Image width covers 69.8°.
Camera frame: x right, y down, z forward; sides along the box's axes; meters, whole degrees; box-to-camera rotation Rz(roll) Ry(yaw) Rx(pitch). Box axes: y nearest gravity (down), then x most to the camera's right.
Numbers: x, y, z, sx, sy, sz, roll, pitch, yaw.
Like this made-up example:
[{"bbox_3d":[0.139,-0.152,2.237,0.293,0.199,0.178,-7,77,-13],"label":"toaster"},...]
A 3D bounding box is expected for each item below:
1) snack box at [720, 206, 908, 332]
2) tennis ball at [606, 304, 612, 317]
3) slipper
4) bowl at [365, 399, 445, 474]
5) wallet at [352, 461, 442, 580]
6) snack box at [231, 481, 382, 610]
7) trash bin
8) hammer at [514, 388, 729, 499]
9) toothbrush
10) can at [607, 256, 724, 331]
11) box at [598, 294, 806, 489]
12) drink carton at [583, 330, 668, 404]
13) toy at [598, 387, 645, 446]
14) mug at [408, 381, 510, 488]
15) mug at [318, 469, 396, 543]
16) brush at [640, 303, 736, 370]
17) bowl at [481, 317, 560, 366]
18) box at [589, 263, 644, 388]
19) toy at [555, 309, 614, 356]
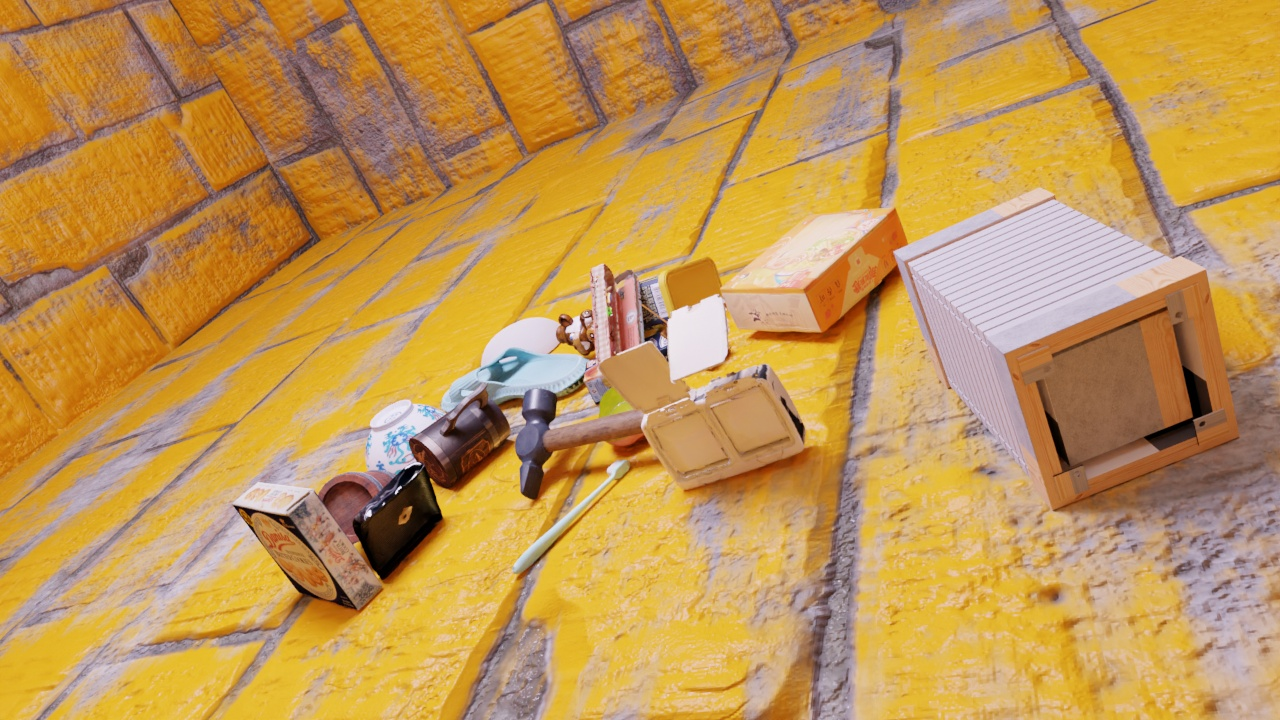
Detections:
[{"bbox_3d":[0.222,-0.108,1.150,0.194,0.081,0.145,-40,26,-28],"label":"snack box"},{"bbox_3d":[-0.025,-0.061,1.335,0.065,0.065,0.065,-22,23,10],"label":"tennis ball"},{"bbox_3d":[-0.190,0.020,1.342,0.277,0.069,0.115,-8,26,36],"label":"slipper"},{"bbox_3d":[-0.337,0.104,1.305,0.144,0.074,0.143,-22,23,10],"label":"bowl"},{"bbox_3d":[-0.279,0.183,1.058,0.026,0.089,0.114,12,39,29],"label":"wallet"},{"bbox_3d":[-0.377,0.208,1.035,0.145,0.145,0.042,-3,33,45],"label":"snack box"},{"bbox_3d":[0.337,-0.023,0.763,0.142,0.142,0.246,-24,23,7],"label":"trash bin"},{"bbox_3d":[-0.009,0.068,0.994,0.323,0.040,0.129,-15,58,33],"label":"hammer"},{"bbox_3d":[-0.072,0.163,0.972,0.017,0.016,0.180,4,37,46],"label":"toothbrush"},{"bbox_3d":[0.036,-0.087,1.278,0.105,0.075,0.134,-13,8,38],"label":"can"},{"bbox_3d":[0.057,0.044,0.871,0.144,0.180,0.080,-24,23,24],"label":"box"},{"bbox_3d":[-0.007,0.007,1.205,0.130,0.040,0.064,-22,23,11],"label":"drink carton"},{"bbox_3d":[-0.012,0.058,1.081,0.090,0.051,0.110,-33,26,2],"label":"toy"},{"bbox_3d":[-0.232,0.091,1.180,0.080,0.116,0.107,37,57,21],"label":"mug"},{"bbox_3d":[-0.343,0.186,1.112,0.117,0.081,0.111,-52,-5,2],"label":"mug"},{"bbox_3d":[0.054,-0.038,1.164,0.126,0.017,0.048,36,56,18],"label":"brush"},{"bbox_3d":[-0.199,-0.032,1.488,0.150,0.043,0.149,-22,23,10],"label":"bowl"},{"bbox_3d":[-0.029,-0.047,1.174,0.067,0.057,0.186,-9,55,3],"label":"box"},{"bbox_3d":[-0.074,-0.035,1.302,0.113,0.087,0.067,-1,43,38],"label":"toy"}]
